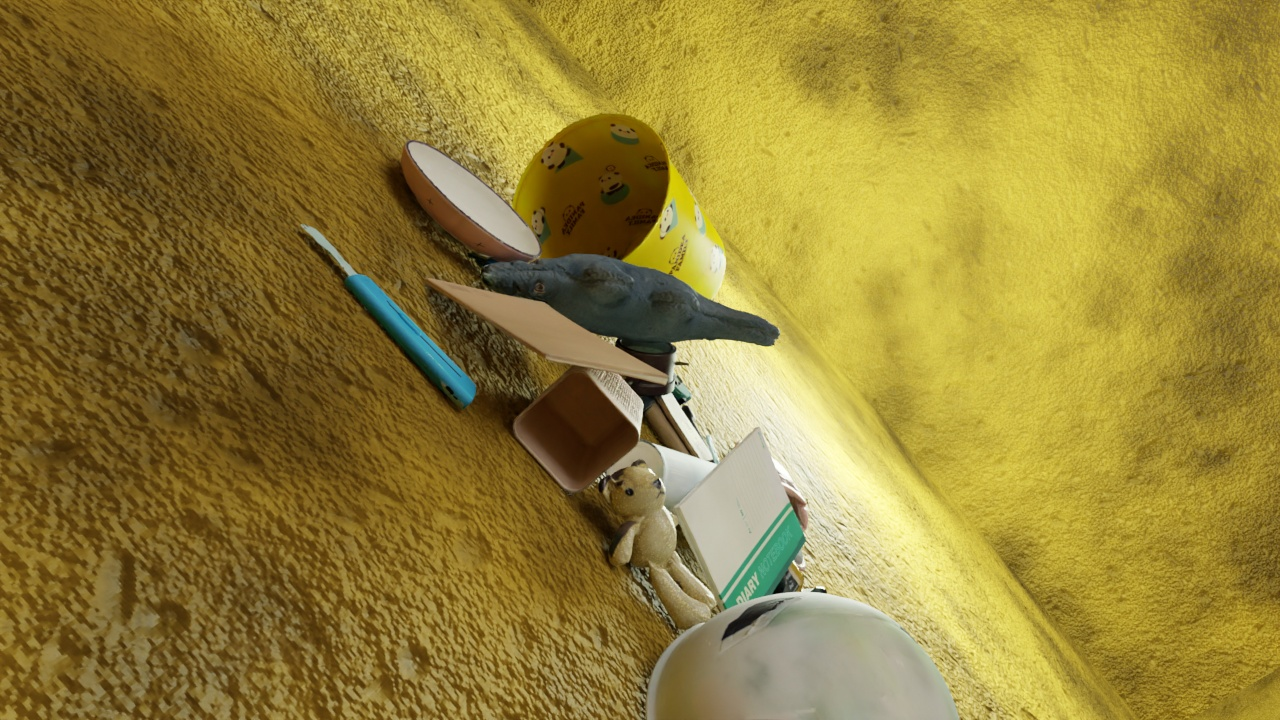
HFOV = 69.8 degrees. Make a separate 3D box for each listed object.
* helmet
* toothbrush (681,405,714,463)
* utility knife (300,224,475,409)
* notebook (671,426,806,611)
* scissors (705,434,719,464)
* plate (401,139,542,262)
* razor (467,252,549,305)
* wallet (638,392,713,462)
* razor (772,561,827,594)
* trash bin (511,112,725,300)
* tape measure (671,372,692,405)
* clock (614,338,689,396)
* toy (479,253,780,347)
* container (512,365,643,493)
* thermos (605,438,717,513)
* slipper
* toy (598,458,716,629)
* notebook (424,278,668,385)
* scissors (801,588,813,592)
[{"bbox_3d":[0.147,0.272,0.700,0.258,0.146,0.228,26,33,-27],"label":"helmet"},{"bbox_3d":[0.090,0.125,1.210,0.018,0.016,0.181,47,13,-43],"label":"toothbrush"},{"bbox_3d":[-0.211,-0.039,0.770,0.202,0.018,0.034,47,17,-5],"label":"utility knife"},{"bbox_3d":[0.113,0.176,0.973,0.208,0.012,0.150,-34,102,-55],"label":"notebook"},{"bbox_3d":[0.106,0.152,1.137,0.064,0.017,0.135,18,49,-52],"label":"scissors"},{"bbox_3d":[-0.197,-0.171,1.042,0.192,0.039,0.192,40,14,-12],"label":"plate"},{"bbox_3d":[-0.140,-0.085,1.057,0.043,0.022,0.142,24,-3,42],"label":"razor"},{"bbox_3d":[0.044,0.086,1.148,0.115,0.033,0.090,57,16,12],"label":"wallet"},{"bbox_3d":[0.156,0.232,1.057,0.067,0.062,0.167,-17,59,-29],"label":"razor"},{"bbox_3d":[-0.012,-0.171,1.260,0.255,0.230,0.229,35,21,-57],"label":"trash bin"},{"bbox_3d":[0.046,0.035,1.275,0.058,0.025,0.054,52,15,10],"label":"tape measure"},{"bbox_3d":[-0.007,0.006,1.103,0.121,0.055,0.082,-4,23,-35],"label":"clock"},{"bbox_3d":[-0.017,-0.069,1.064,0.356,0.091,0.138,11,4,-21],"label":"toy"},{"bbox_3d":[-0.053,0.051,0.864,0.090,0.090,0.110,48,13,-7],"label":"container"},{"bbox_3d":[0.050,0.137,0.983,0.224,0.073,0.073,25,29,-56],"label":"thermos"},{"bbox_3d":[0.183,0.185,1.248,0.114,0.054,0.274,44,17,-19],"label":"slipper"},{"bbox_3d":[0.018,0.167,0.829,0.104,0.066,0.157,-24,85,-51],"label":"toy"},{"bbox_3d":[-0.092,-0.031,0.867,0.149,0.012,0.211,12,13,-45],"label":"notebook"},{"bbox_3d":[0.201,0.286,1.143,0.142,0.014,0.173,48,16,-8],"label":"scissors"}]
